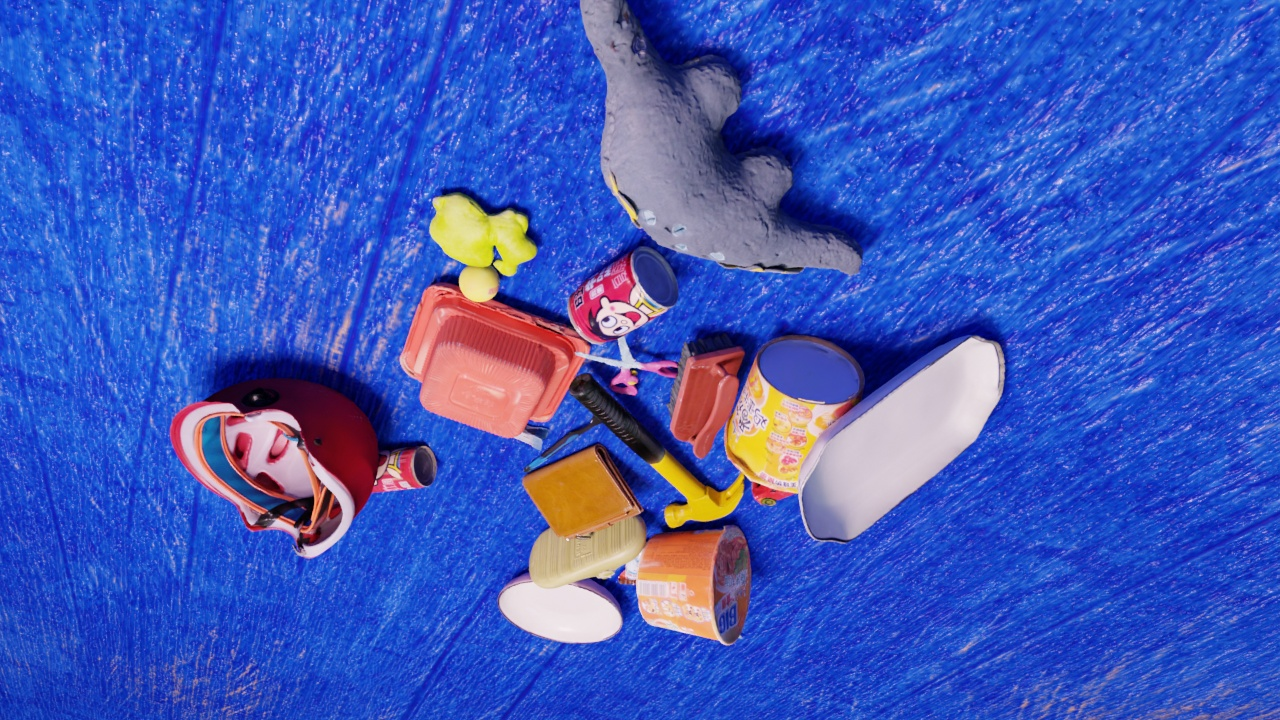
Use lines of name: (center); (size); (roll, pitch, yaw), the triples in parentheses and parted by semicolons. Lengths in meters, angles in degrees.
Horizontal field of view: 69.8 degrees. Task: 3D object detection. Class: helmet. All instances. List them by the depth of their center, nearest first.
helmet: (-0.417, 0.104, 1.098); (0.240, 0.143, 0.207); (24, 128, 11)

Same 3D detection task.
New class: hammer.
hammer: (0.017, 0.109, 1.077); (0.129, 0.032, 0.300); (-21, 134, 28)

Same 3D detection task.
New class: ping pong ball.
ping pong ball: (-0.161, -0.079, 0.920); (0.040, 0.040, 0.040); (6, 137, 5)

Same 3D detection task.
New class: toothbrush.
toothbrush: (-0.092, 0.098, 1.119); (0.014, 0.016, 0.190); (24, 139, -28)

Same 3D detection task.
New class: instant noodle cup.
instant noodle cup: (0.160, 0.049, 0.930); (0.138, 0.137, 0.110); (9, 130, 1)
instant noodle cup: (-0.166, 0.010, 0.989); (0.188, 0.078, 0.165); (21, 136, -9)
instant noodle cup: (0.069, 0.288, 1.198); (0.112, 0.151, 0.151); (-2, 137, 25)

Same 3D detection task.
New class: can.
can: (-0.018, -0.061, 0.890); (0.094, 0.066, 0.066); (-28, 125, 35)
can: (-0.334, 0.143, 1.183); (0.133, 0.053, 0.053); (-8, 134, 20)

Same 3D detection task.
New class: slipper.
slipper: (-0.063, 0.264, 1.234); (0.191, 0.091, 0.081); (-22, 131, 27)

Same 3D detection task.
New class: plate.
plate: (0.252, 0.072, 0.903); (0.265, 0.034, 0.162); (-35, 133, -13)
plate: (-0.119, 0.368, 1.391); (0.192, 0.038, 0.193); (6, 138, 5)

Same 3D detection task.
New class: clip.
clip: (-0.142, 0.088, 1.111); (0.058, 0.043, 0.027); (21, 140, 0)

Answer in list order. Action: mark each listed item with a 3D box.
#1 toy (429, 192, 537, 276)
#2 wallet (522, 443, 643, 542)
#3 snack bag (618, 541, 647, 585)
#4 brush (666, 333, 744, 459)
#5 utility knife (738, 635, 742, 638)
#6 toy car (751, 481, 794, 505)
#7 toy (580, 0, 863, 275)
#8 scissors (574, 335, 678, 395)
toy: (-0.154, -0.119, 0.881); (0.100, 0.031, 0.097); (-8, 125, 12)
wallet: (-0.072, 0.175, 1.156); (0.131, 0.035, 0.119); (-26, 105, 32)
snack bag: (-0.005, 0.284, 1.288); (0.048, 0.026, 0.104); (2, 139, -8)
brush: (0.067, 0.043, 0.973); (0.063, 0.069, 0.146); (-12, 143, -21)
utility knife: (0.099, 0.371, 1.373); (0.031, 0.020, 0.190); (-16, 136, 34)
toy car: (0.175, 0.132, 1.072); (0.107, 0.049, 0.031); (-27, 127, 35)
toy: (0.046, -0.161, 0.756); (0.138, 0.091, 0.356); (-33, 125, 22)
scissors: (-0.004, 0.006, 0.978); (0.130, 0.017, 0.133); (-2, 152, 5)
